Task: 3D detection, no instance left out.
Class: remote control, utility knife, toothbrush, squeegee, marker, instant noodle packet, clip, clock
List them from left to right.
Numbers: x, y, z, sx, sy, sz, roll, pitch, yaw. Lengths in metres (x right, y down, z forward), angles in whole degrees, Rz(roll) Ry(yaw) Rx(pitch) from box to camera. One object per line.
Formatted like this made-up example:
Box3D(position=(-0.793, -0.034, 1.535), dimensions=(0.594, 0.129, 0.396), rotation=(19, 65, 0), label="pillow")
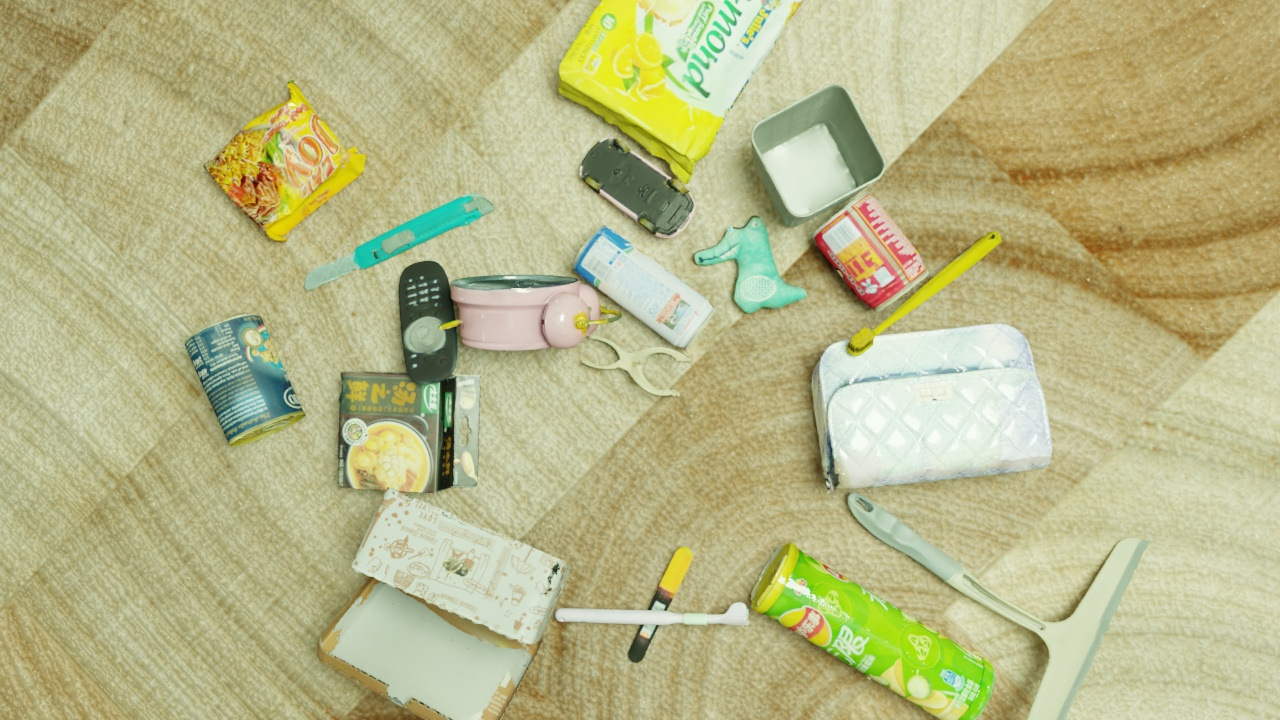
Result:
Box3D(position=(-0.348, -0.193, 0.899), dimensions=(0.128, 0.044, 0.111), rotation=(-41, 91, 4), label="instant noodle packet")
Box3D(position=(-0.240, -0.116, 0.904), dimensions=(0.208, 0.013, 0.029), rotation=(-24, 88, 5), label="utility knife")
Box3D(position=(-0.203, -0.035, 0.880), dimensions=(0.053, 0.024, 0.136), rotation=(-12, 63, -1), label="remote control")
Box3D(position=(-0.096, -0.045, 0.843), dimensions=(0.158, 0.117, 0.060), rotation=(0, 101, 7), label="clock")
Box3D(position=(-0.005, 0.017, 0.875), dimensions=(0.104, 0.034, 0.083), rotation=(-1, 90, 10), label="clip")
Box3D(position=(0.008, 0.240, 0.869), dimensions=(0.189, 0.021, 0.029), rotation=(-4, 123, 15), label="toothbrush")
Box3D(position=(0.019, 0.236, 0.885), dimensions=(0.018, 0.015, 0.124), rotation=(26, 95, 6), label="marker")
Box3D(position=(0.257, -0.063, 0.826), dimensions=(0.189, 0.017, 0.015), rotation=(-36, 63, -15), label="toothbrush")
Box3D(position=(0.294, 0.198, 0.839), dimensions=(0.246, 0.039, 0.245), rotation=(33, 66, 15), label="squeegee")

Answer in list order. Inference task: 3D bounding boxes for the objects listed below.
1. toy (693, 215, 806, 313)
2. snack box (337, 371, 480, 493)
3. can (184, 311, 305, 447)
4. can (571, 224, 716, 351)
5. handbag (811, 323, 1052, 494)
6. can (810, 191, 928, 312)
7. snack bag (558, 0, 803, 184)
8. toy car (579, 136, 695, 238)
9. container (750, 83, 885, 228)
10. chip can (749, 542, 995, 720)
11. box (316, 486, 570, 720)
Box3D(position=(0.101, -0.089, 0.867), dimensions=(0.096, 0.030, 0.092), rotation=(-13, 85, 13), label="toy")
Box3D(position=(-0.225, 0.068, 0.890), dimensions=(0.126, 0.053, 0.113), rotation=(1, 91, 10), label="snack box")
Box3D(position=(-0.383, 0.018, 0.888), dimensions=(0.075, 0.075, 0.111), rotation=(-26, 88, 5), label="can")
Box3D(position=(0.004, -0.068, 0.862), dimensions=(0.134, 0.053, 0.053), rotation=(37, 93, 4), label="can")
Box3D(position=(0.254, 0.042, 0.822), dimensions=(0.194, 0.075, 0.134), rotation=(-8, 78, 4), label="handbag")
Box3D(position=(0.210, -0.098, 0.836), dimensions=(0.066, 0.066, 0.094), rotation=(-38, 87, 4), label="can")
Box3D(position=(0.045, -0.308, 0.849), dimensions=(0.158, 0.068, 0.246), rotation=(33, 93, 5), label="snack bag")
Box3D(position=(-0.002, -0.163, 0.872), dimensions=(0.122, 0.037, 0.056), rotation=(39, 92, 16), label="toy car")
Box3D(position=(0.152, -0.174, 0.817), dimensions=(0.090, 0.114, 0.090), rotation=(-27, 88, 5), label="container")
Box3D(position=(0.212, 0.251, 0.837), dimensions=(0.221, 0.072, 0.072), rotation=(30, 93, 4), label="chip can")
Box3D(position=(-0.181, 0.234, 0.834), dimensions=(0.182, 0.153, 0.177), rotation=(22, 74, 5), label="box")
